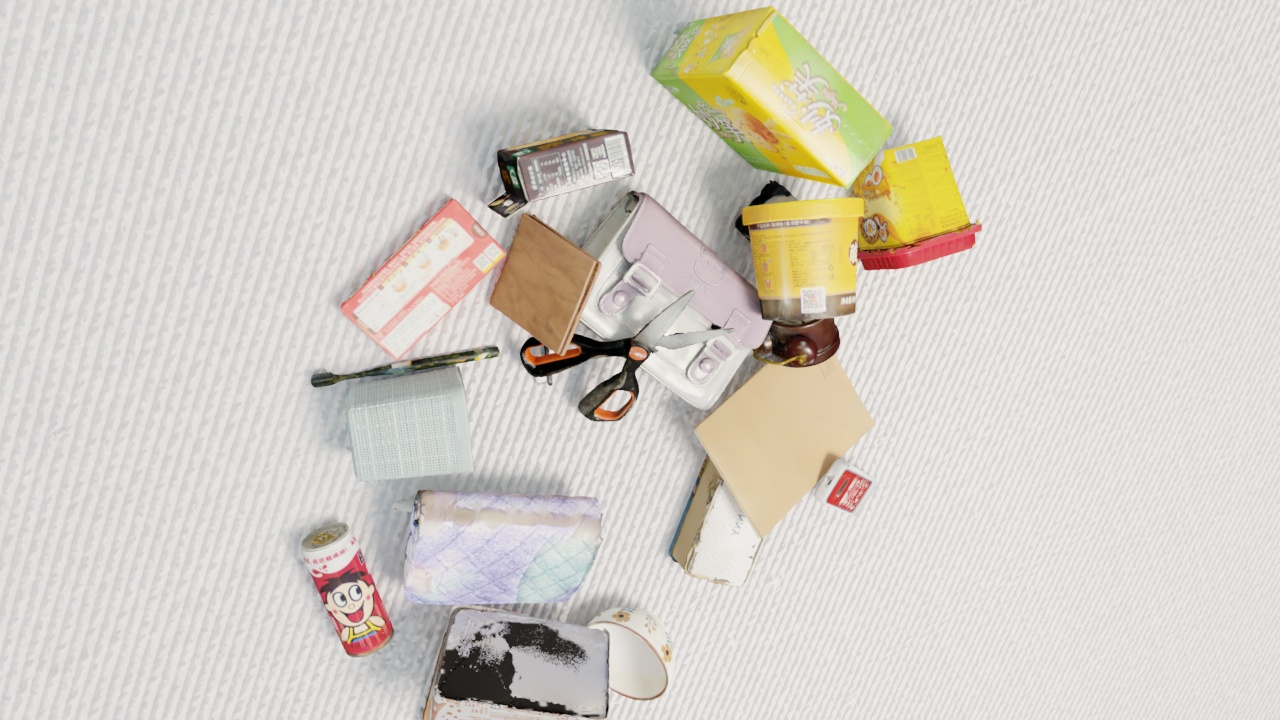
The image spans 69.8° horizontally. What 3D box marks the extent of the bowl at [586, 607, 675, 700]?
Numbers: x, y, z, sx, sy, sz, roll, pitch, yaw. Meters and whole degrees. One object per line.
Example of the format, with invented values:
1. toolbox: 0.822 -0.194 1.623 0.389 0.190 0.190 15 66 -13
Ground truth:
1. bowl: -0.007 0.325 1.049 0.062 0.114 0.113 -44 124 -51

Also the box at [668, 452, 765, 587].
1. box: 0.101 0.177 1.056 0.089 0.060 0.184 19 101 -22

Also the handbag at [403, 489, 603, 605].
1. handbag: -0.147 0.191 0.952 0.193 0.075 0.134 6 133 -21

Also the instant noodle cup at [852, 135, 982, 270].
1. instant noodle cup: 0.287 -0.169 0.991 0.116 0.116 0.124 -18 99 -14

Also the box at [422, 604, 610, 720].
1. box: -0.140 0.375 0.977 0.183 0.156 0.194 12 116 -7

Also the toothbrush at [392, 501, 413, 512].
1. toothbrush: -0.173 0.162 0.981 0.180 0.016 0.016 7 109 -21

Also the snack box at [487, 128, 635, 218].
1. snack box: -0.081 -0.178 0.857 0.125 0.113 0.053 -16 109 -14

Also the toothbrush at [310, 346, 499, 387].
1. toothbrush: -0.232 0.005 0.914 0.185 0.017 0.012 -10 72 -16

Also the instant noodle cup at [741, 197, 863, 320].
1. instant noodle cup: 0.164 -0.100 0.913 0.118 0.118 0.114 -6 96 -17

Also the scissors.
1. scissors: -0.024 -0.005 0.894 0.211 0.021 0.222 16 140 -1

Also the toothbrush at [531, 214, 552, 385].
1. toothbrush: -0.104 -0.059 0.939 0.018 0.015 0.181 -4 108 -8

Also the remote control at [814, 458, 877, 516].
1. remote control: 0.244 0.151 1.078 0.056 0.020 0.136 -59 146 1

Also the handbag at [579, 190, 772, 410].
1. handbag: 0.028 -0.060 0.943 0.197 0.098 0.145 37 86 -24

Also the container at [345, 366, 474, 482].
1. container: -0.225 0.064 0.896 0.111 0.090 0.090 -8 108 -13

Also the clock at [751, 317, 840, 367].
1. clock: 0.166 -0.029 0.989 0.121 0.082 0.055 -43 134 -34

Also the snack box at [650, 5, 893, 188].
1. snack box: 0.114 -0.242 0.852 0.157 0.210 0.070 36 93 -23

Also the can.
1. can: -0.299 0.234 0.939 0.053 0.053 0.133 -19 111 -12

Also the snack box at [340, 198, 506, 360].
1. snack box: -0.210 -0.079 0.892 0.153 0.025 0.075 -45 113 -2

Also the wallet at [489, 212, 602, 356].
1. wallet: -0.093 -0.074 0.883 0.020 0.115 0.101 2 117 -50

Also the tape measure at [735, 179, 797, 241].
1. tape measure: 0.145 -0.149 0.986 0.066 0.033 0.066 37 93 -24

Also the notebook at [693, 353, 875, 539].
1. notebook: 0.166 0.073 1.021 0.211 0.012 0.149 -39 107 -27
